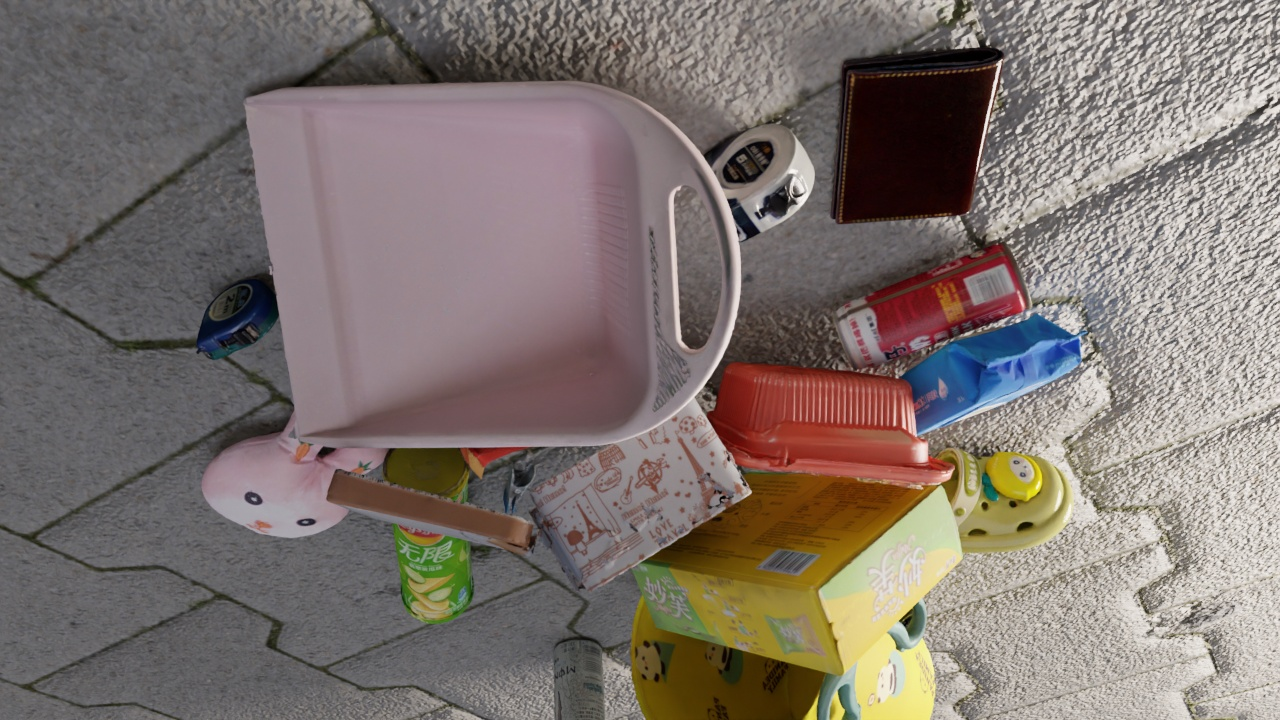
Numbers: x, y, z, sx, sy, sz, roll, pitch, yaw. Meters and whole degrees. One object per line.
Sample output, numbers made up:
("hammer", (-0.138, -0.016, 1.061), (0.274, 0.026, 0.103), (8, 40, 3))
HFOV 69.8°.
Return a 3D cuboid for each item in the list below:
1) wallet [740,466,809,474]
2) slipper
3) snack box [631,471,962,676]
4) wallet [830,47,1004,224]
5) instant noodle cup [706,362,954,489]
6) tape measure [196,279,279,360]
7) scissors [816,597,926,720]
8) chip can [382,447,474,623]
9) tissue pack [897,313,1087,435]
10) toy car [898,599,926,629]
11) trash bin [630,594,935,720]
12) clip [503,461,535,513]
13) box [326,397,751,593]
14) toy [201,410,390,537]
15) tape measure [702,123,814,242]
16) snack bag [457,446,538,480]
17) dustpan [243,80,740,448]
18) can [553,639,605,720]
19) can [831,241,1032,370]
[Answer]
("wallet", (0.154, 0.103, 0.852), (0.097, 0.019, 0.121), (-22, 133, 15))
("slipper", (0.296, 0.126, 0.840), (0.191, 0.091, 0.082), (-12, 134, 12))
("snack box", (0.115, 0.154, 0.715), (0.210, 0.157, 0.070), (-7, 107, 53))
("wallet", (0.175, -0.140, 0.593), (0.096, 0.020, 0.122), (-3, 138, 5))
("instant noodle cup", (0.130, 0.046, 0.701), (0.164, 0.189, 0.079), (4, 94, -12))
("tape measure", (-0.277, -0.030, 0.637), (0.054, 0.058, 0.025), (-20, 135, 9))
("scissors", (0.199, 0.236, 0.775), (0.178, 0.019, 0.173), (-24, 122, -34))
("chip can", (-0.189, 0.160, 0.836), (0.072, 0.072, 0.222), (1, 136, -7))
("tissue pack", (0.252, 0.011, 0.694), (0.094, 0.052, 0.157), (-16, 166, -18))
("toy car", (0.212, 0.196, 0.833), (0.041, 0.071, 0.155), (-46, 135, 7))
("trash bin", (0.158, 0.304, 0.927), (0.230, 0.229, 0.255), (-33, 136, 26))
("clip", (-0.112, 0.114, 0.832), (0.029, 0.024, 0.057), (7, 129, -20))
("box", (-0.069, 0.108, 0.655), (0.273, 0.124, 0.179), (-7, 167, -8))
("toy", (-0.290, 0.094, 0.774), (0.160, 0.054, 0.121), (-40, 128, 21))
("tape measure", (0.074, -0.114, 0.575), (0.066, 0.065, 0.033), (-25, 138, 22))
("snack bag", (-0.104, 0.012, 0.698), (0.128, 0.073, 0.208), (-22, 140, 1))
("dustpan", (-0.092, -0.052, 0.522), (0.273, 0.139, 0.223), (-9, 106, -9))
("can", (-0.069, 0.397, 1.046), (0.058, 0.146, 0.058), (-3, 137, -3))
("can", (0.213, -0.038, 0.679), (0.133, 0.053, 0.053), (-22, 135, 17))
